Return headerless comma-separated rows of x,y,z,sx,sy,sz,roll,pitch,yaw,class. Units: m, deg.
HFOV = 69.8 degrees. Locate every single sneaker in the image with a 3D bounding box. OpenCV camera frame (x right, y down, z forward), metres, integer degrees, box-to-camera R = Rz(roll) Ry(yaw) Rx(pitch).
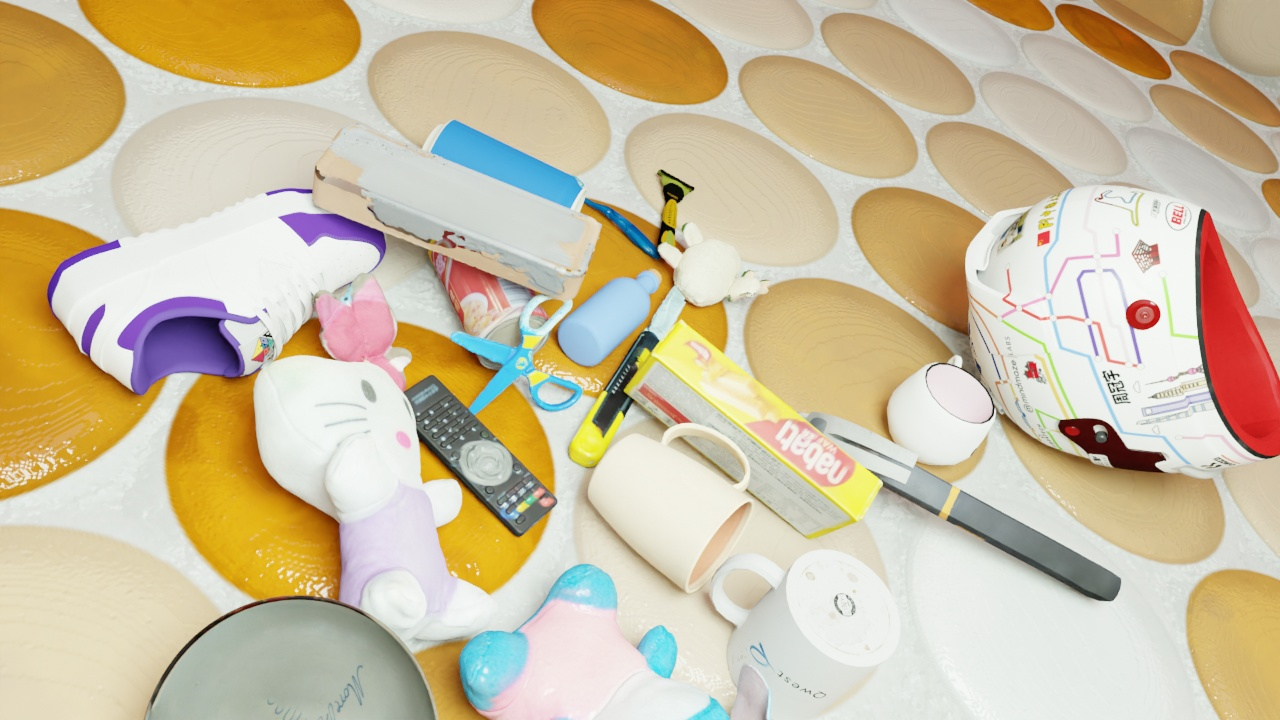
-0.282,-0.047,0.674,0.243,0.092,0.111,-24,65,-35,sneaker

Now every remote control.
-0.125,0.071,0.686,0.140,0.021,0.045,43,47,9,remote control

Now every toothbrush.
-0.028,-0.147,0.936,0.132,0.016,0.021,40,26,13,toothbrush

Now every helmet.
0.449,-0.019,0.892,0.314,0.237,0.230,53,49,-21,helmet

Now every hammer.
0.272,0.127,0.778,0.312,0.139,0.035,28,84,-12,hammer

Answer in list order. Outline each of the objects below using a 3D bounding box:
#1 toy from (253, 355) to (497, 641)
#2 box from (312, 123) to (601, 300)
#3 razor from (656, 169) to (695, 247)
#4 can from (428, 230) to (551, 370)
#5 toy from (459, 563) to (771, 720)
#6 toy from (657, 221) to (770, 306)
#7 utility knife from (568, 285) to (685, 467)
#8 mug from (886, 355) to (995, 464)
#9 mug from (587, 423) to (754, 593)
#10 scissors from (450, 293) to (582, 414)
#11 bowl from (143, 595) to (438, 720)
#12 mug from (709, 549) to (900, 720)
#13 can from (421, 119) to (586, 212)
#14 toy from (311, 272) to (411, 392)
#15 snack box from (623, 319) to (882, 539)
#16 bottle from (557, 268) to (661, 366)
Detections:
-0.175,0.088,0.595,0.209,0.085,0.137,60,11,25,toy
-0.137,-0.129,0.738,0.216,0.071,0.156,21,19,-6,box
0.031,-0.155,0.966,0.044,0.021,0.143,26,38,-15,razor
-0.127,-0.060,0.771,0.066,0.067,0.124,-10,55,-32,can
-0.021,0.221,0.540,0.191,0.099,0.223,42,31,22,toy
0.069,-0.087,0.903,0.112,0.050,0.087,37,50,2,toy
-0.005,0.005,0.798,0.029,0.020,0.232,30,46,-1,utility knife
0.281,0.043,0.864,0.090,0.076,0.123,29,44,2,mug
0.028,0.097,0.681,0.104,0.085,0.111,34,66,22,mug
-0.092,-0.003,0.723,0.125,0.130,0.014,22,4,-33,scissors
-0.182,0.201,0.493,0.150,0.057,0.150,2,81,-10,bowl
0.102,0.181,0.636,0.119,0.097,0.082,35,44,8,mug
-0.130,-0.160,0.854,0.146,0.079,0.078,25,44,-2,can
-0.216,-0.012,0.701,0.065,0.050,0.102,-30,103,-49,toy
0.085,0.059,0.725,0.200,0.092,0.042,39,65,2,snack box
-0.020,-0.047,0.824,0.048,0.048,0.130,36,45,9,bottle
